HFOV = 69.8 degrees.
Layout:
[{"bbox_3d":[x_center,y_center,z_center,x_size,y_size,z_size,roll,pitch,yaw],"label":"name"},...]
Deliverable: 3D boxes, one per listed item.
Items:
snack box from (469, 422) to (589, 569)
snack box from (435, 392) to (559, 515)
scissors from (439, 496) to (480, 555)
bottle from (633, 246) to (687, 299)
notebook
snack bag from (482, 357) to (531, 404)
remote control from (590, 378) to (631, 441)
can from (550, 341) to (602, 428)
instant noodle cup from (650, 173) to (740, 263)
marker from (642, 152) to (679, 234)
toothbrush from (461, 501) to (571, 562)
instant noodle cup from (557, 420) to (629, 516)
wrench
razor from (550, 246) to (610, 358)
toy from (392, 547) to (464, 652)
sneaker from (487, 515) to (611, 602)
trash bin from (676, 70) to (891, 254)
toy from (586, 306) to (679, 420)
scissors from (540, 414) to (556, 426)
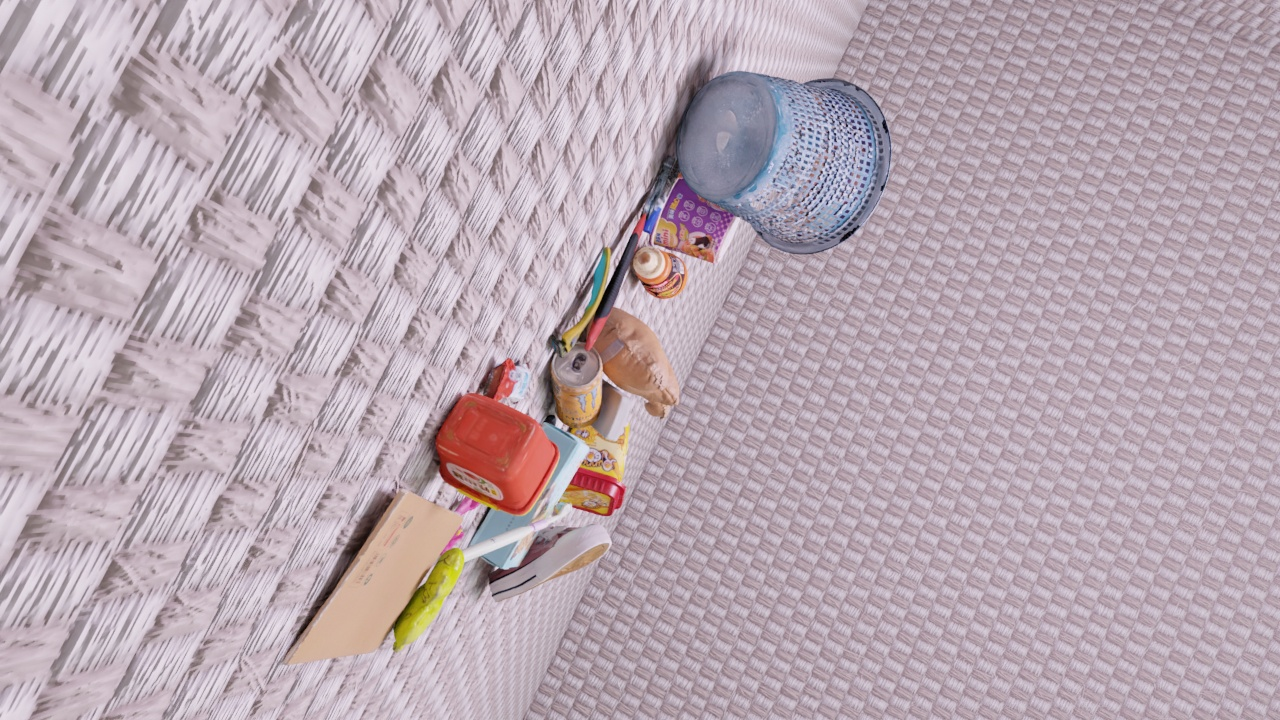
[{"bbox_3d":[-0.129,0.160,1.083,0.174,0.051,0.074,-59,167,-5],"label":"snack box"},{"bbox_3d":[-0.122,0.074,0.773,0.081,0.091,0.080,-61,165,-25],"label":"snack box"},{"bbox_3d":[-0.180,0.149,0.886,0.108,0.017,0.136,-54,168,-18],"label":"scissors"},{"bbox_3d":[0.022,-0.124,1.247,0.067,0.067,0.149,-65,166,1],"label":"bottle"},{"bbox_3d":[-0.211,0.182,0.762,0.147,0.008,0.208,-57,171,-12],"label":"notebook"},{"bbox_3d":[-0.119,0.020,0.848,0.105,0.026,0.045,32,75,-84],"label":"snack bag"},{"bbox_3d":[-0.051,0.056,1.174,0.058,0.021,0.150,-69,-156,5],"label":"remote control"},{"bbox_3d":[-0.074,0.031,1.076,0.058,0.058,0.146,-62,172,-21],"label":"can"},{"bbox_3d":[0.080,-0.190,1.268,0.111,0.099,0.112,-61,171,-17],"label":"instant noodle cup"},{"bbox_3d":[0.037,-0.228,1.153,0.145,0.017,0.017,-64,173,-2],"label":"marker"},{"bbox_3d":[-0.144,0.189,0.994,0.029,0.020,0.189,-41,165,36],"label":"toothbrush"},{"bbox_3d":[-0.069,0.146,1.340,0.116,0.116,0.123,102,4,-60],"label":"instant noodle cup"},{"bbox_3d":[-0.012,-0.126,1.057,0.056,0.016,0.272,115,-2,-65],"label":"wrench"},{"bbox_3d":[-0.059,-0.066,0.998,0.043,0.028,0.132,82,32,-71],"label":"razor"},{"bbox_3d":[-0.204,0.229,0.881,0.100,0.031,0.096,-53,-175,28],"label":"toy"},{"bbox_3d":[-0.131,0.242,1.180,0.118,0.088,0.242,-11,163,-43],"label":"sneaker"},{"bbox_3d":[0.158,-0.255,1.118,0.194,0.226,0.227,4,115,-47],"label":"trash bin"},{"bbox_3d":[-0.007,0.007,1.160,0.082,0.143,0.226,-37,160,-1],"label":"toy"},{"bbox_3d":[-0.123,0.117,1.191,0.133,0.014,0.175,-65,172,8],"label":"scissors"}]
